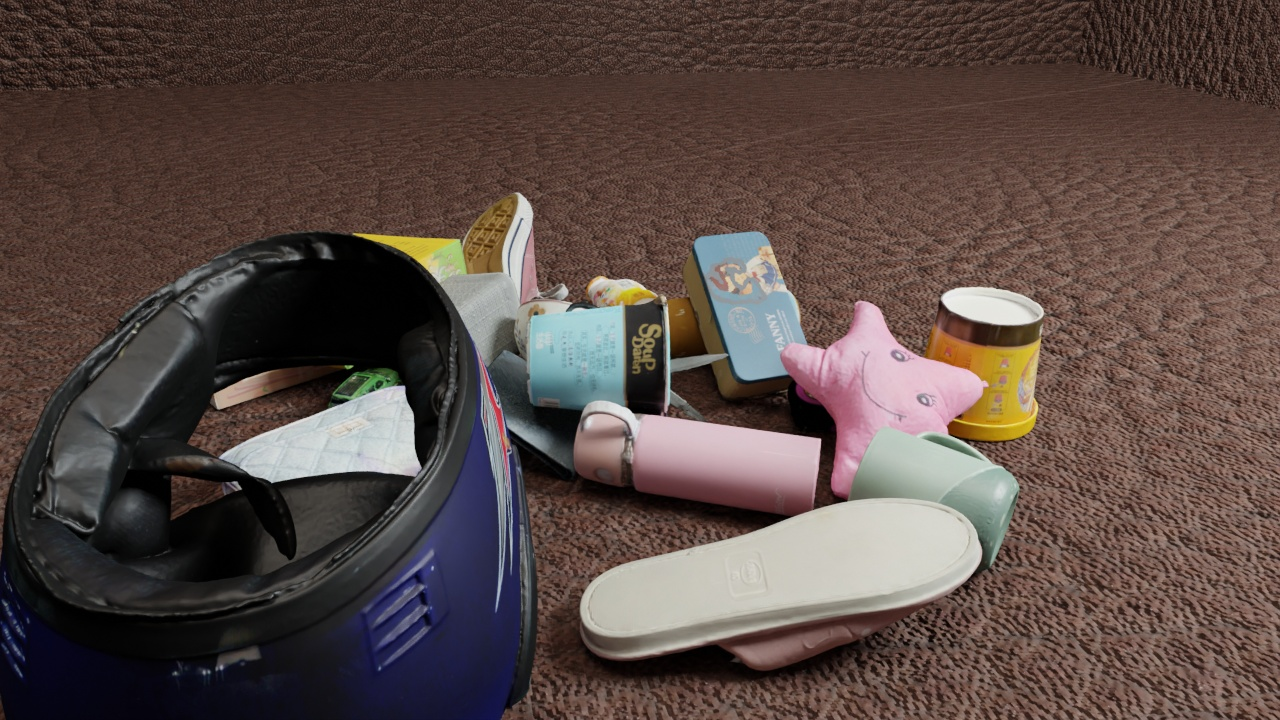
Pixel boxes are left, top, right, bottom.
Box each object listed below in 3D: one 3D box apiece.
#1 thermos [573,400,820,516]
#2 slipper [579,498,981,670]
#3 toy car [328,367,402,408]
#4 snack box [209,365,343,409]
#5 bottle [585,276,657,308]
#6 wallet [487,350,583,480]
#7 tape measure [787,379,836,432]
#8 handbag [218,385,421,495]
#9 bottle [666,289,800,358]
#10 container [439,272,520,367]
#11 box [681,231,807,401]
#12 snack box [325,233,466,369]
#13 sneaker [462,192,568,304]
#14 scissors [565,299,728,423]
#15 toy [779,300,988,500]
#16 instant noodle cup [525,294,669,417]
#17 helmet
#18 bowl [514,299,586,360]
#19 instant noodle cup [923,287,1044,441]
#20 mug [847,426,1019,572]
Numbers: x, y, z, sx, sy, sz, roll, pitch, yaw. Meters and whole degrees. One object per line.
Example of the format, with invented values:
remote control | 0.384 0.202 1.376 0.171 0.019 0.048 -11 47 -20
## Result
thermos | 0.045 0.075 0.747 0.199 0.087 0.067 9 47 13
slipper | 0.095 0.156 0.618 0.274 0.054 0.114 -13 24 -3
toy car | -0.265 0.031 0.886 0.043 0.036 0.091 5 23 11
snack box | -0.378 0.002 0.950 0.156 0.026 0.084 -23 35 -39
bottle | -0.021 -0.063 1.047 0.063 0.063 0.108 -15 31 -29
wallet | -0.093 0.045 0.818 0.121 0.019 0.097 35 29 -2
tape measure | 0.170 0.041 0.872 0.058 0.039 0.057 -6 36 -1
handbag | -0.227 0.085 0.732 0.134 0.076 0.193 23 35 37
bottle | 0.078 -0.039 0.998 0.189 0.068 0.068 -7 28 -15
container | -0.186 -0.026 0.931 0.090 0.090 0.114 0 26 29
box | 0.107 -0.041 0.930 0.089 0.060 0.184 -10 63 -17
snack box | -0.305 -0.070 0.969 0.158 0.070 0.209 7 27 25
sneaker | -0.156 -0.103 1.099 0.118 0.088 0.240 -25 42 20
scissors | -0.008 0.009 0.865 0.181 0.159 0.014 -24 8 5
toy | 0.222 0.027 0.813 0.178 0.075 0.194 -9 61 -13
instant noodle cup | -0.037 -0.002 0.798 0.120 0.111 0.111 0 27 -2
helmet | -0.179 0.106 0.492 0.247 0.241 0.314 -2 38 -5
bowl | -0.075 -0.009 0.920 0.113 0.113 0.062 8 71 14
instant noodle cup | 0.324 -0.001 0.876 0.118 0.115 0.118 0 26 0
mug | 0.228 0.098 0.700 0.106 0.082 0.111 19 42 27
